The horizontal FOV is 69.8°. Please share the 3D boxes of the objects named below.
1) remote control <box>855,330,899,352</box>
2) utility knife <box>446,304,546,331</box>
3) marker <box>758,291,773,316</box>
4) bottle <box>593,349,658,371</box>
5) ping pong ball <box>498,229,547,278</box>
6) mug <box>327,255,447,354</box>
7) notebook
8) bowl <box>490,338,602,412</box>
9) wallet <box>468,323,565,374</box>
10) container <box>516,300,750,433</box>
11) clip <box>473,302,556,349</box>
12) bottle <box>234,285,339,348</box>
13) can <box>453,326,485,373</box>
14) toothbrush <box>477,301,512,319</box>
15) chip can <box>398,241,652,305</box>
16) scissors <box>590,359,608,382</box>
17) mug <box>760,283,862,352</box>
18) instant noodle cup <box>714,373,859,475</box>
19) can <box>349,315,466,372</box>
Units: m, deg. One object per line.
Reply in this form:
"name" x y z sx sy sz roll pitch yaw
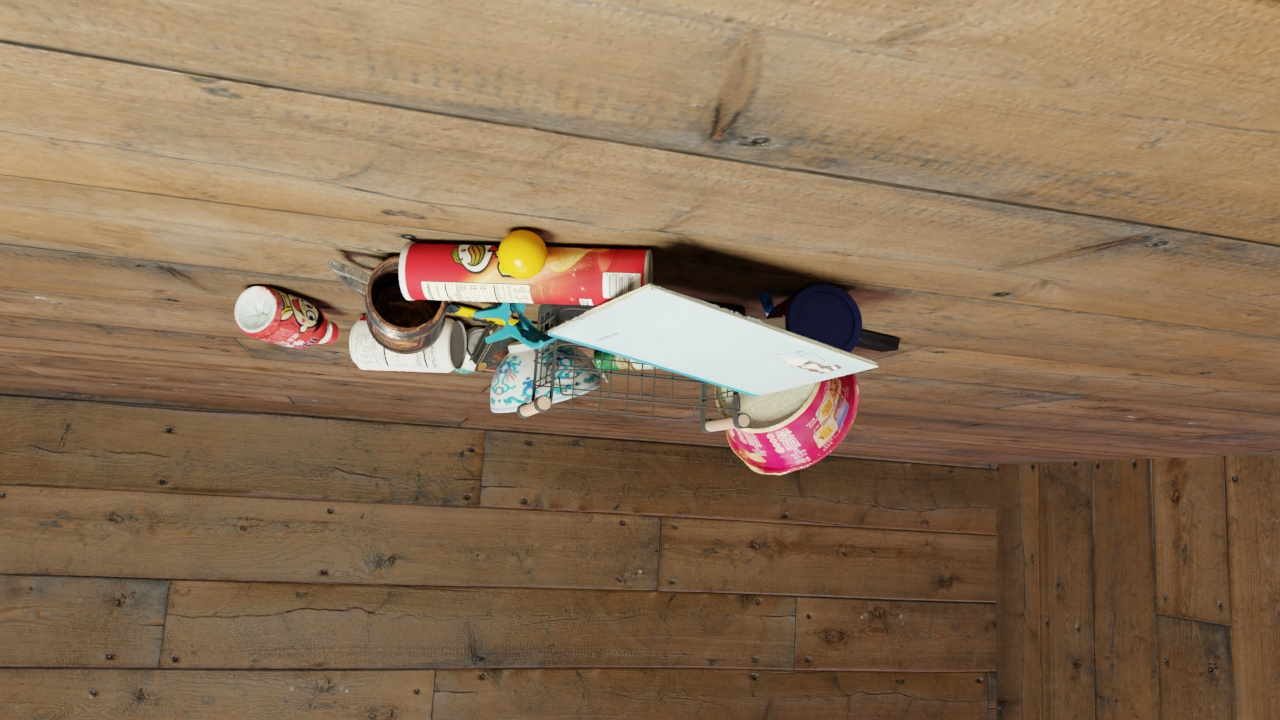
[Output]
"remote control" 0.254 -0.028 1.096 0.136 0.015 0.032 9 169 -35
"utility knife" -0.171 -0.050 1.122 0.030 0.017 0.164 8 179 41
"marker" 0.140 -0.052 0.990 0.013 0.013 0.142 1 171 12
"bottle" -0.008 -0.006 1.244 0.111 0.043 0.043 -2 170 26
"ping pong ball" -0.097 -0.087 0.755 0.040 0.040 0.040 3 171 0
"mug" -0.246 -0.060 0.896 0.115 0.080 0.107 22 166 -10
"notebook" 0.065 -0.011 0.853 0.253 0.009 0.181 16 161 -29
"bowl" -0.126 0.009 1.150 0.144 0.074 0.144 -13 -172 2
"wallet" -0.160 -0.012 1.200 0.123 0.072 0.019 11 -152 -48
"container" -0.006 0.006 1.033 0.241 0.130 0.163 6 171 -18
"clip" -0.135 -0.061 0.949 0.031 0.121 0.130 -32 -144 -33
"bottle" -0.408 -0.045 1.082 0.062 0.062 0.137 0 172 18
"can" -0.227 -0.013 1.239 0.055 0.055 0.102 7 170 -24
"toothbrush" -0.173 -0.064 1.021 0.016 0.016 0.167 0 171 10
"chip can" -0.098 -0.075 0.801 0.215 0.051 0.052 2 171 6
"scissors" -0.090 0.007 1.319 0.141 0.014 0.161 -8 -161 -7
"mug" 0.151 -0.032 0.904 0.112 0.075 0.076 0 172 -11
"instant noodle cup" 0.166 0.039 1.110 0.179 0.178 0.077 -3 149 34
"can" -0.293 -0.021 1.162 0.132 0.070 0.070 2 171 9
